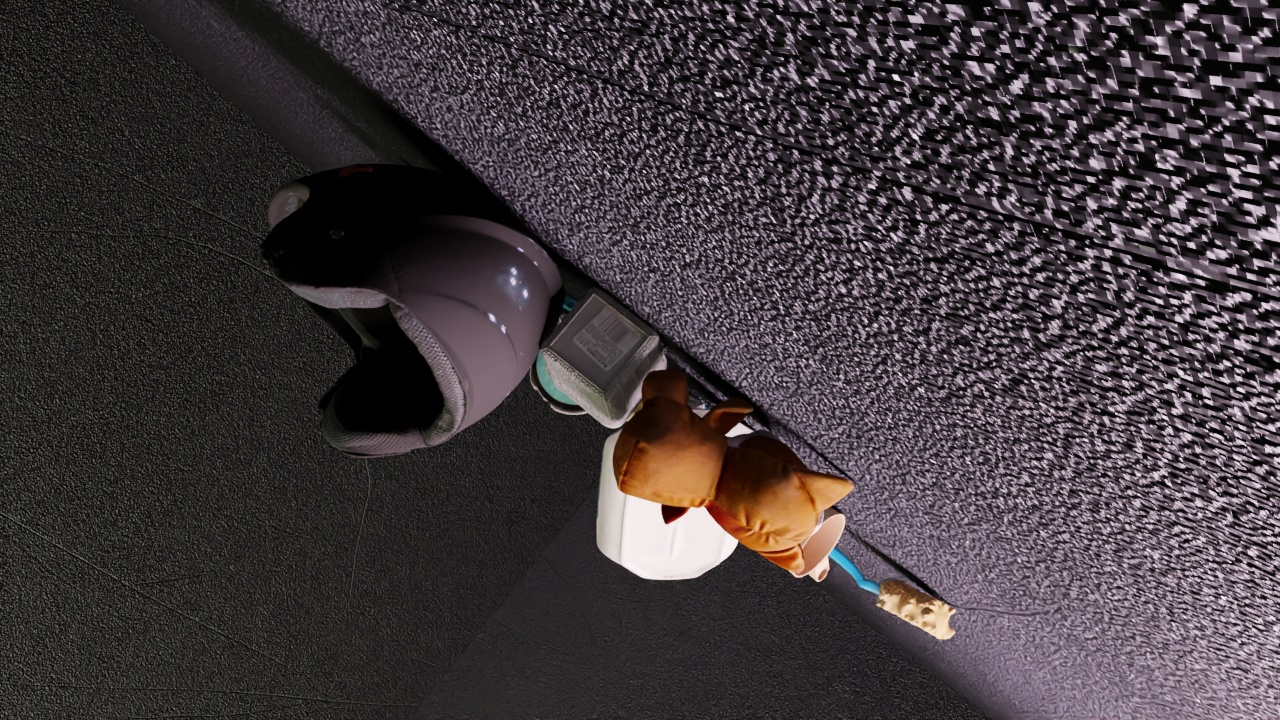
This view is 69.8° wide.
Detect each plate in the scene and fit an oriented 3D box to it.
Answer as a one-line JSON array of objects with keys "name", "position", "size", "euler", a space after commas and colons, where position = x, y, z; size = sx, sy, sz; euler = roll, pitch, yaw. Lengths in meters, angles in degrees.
[{"name": "plate", "position": [0.037, 0.153, 0.954], "size": [0.034, 0.162, 0.266], "euler": [-95, 9, -46]}]

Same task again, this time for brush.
[{"name": "brush", "position": [0.248, 0.239, 1.063], "size": [0.255, 0.046, 0.083], "euler": [32, 179, 24]}]

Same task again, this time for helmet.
[{"name": "helmet", "position": [-0.207, -0.060, 0.811], "size": [0.275, 0.229, 0.234], "euler": [41, 146, 29]}]

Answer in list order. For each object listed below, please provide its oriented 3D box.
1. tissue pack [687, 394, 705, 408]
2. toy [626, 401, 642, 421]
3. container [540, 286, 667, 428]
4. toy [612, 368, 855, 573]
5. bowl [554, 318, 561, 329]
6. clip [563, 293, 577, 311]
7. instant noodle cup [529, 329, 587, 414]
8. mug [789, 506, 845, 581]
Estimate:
[{"name": "tissue pack", "position": [0.035, 0.109, 1.025], "size": [0.063, 0.139, 0.090], "euler": [19, 159, 34]}, {"name": "toy", "position": [0.004, 0.080, 1.254], "size": [0.105, 0.066, 0.157], "euler": [14, -158, -26]}, {"name": "container", "position": [-0.034, -0.003, 0.845], "size": [0.090, 0.090, 0.114], "euler": [37, 171, 11]}, {"name": "toy", "position": [0.077, 0.098, 0.803], "size": [0.199, 0.130, 0.140], "euler": [27, 133, 12]}, {"name": "bowl", "position": [-0.155, -0.059, 1.189], "size": [0.118, 0.118, 0.065], "euler": [34, 134, 41]}, {"name": "clip", "position": [-0.084, -0.066, 1.020], "size": [0.056, 0.014, 0.040], "euler": [33, 172, 43]}, {"name": "instant noodle cup", "position": [-0.075, 0.001, 1.093], "size": [0.111, 0.111, 0.121], "euler": [39, 165, 1]}, {"name": "mug", "position": [0.163, 0.186, 1.030], "size": [0.103, 0.084, 0.125], "euler": [37, 160, 34]}]
